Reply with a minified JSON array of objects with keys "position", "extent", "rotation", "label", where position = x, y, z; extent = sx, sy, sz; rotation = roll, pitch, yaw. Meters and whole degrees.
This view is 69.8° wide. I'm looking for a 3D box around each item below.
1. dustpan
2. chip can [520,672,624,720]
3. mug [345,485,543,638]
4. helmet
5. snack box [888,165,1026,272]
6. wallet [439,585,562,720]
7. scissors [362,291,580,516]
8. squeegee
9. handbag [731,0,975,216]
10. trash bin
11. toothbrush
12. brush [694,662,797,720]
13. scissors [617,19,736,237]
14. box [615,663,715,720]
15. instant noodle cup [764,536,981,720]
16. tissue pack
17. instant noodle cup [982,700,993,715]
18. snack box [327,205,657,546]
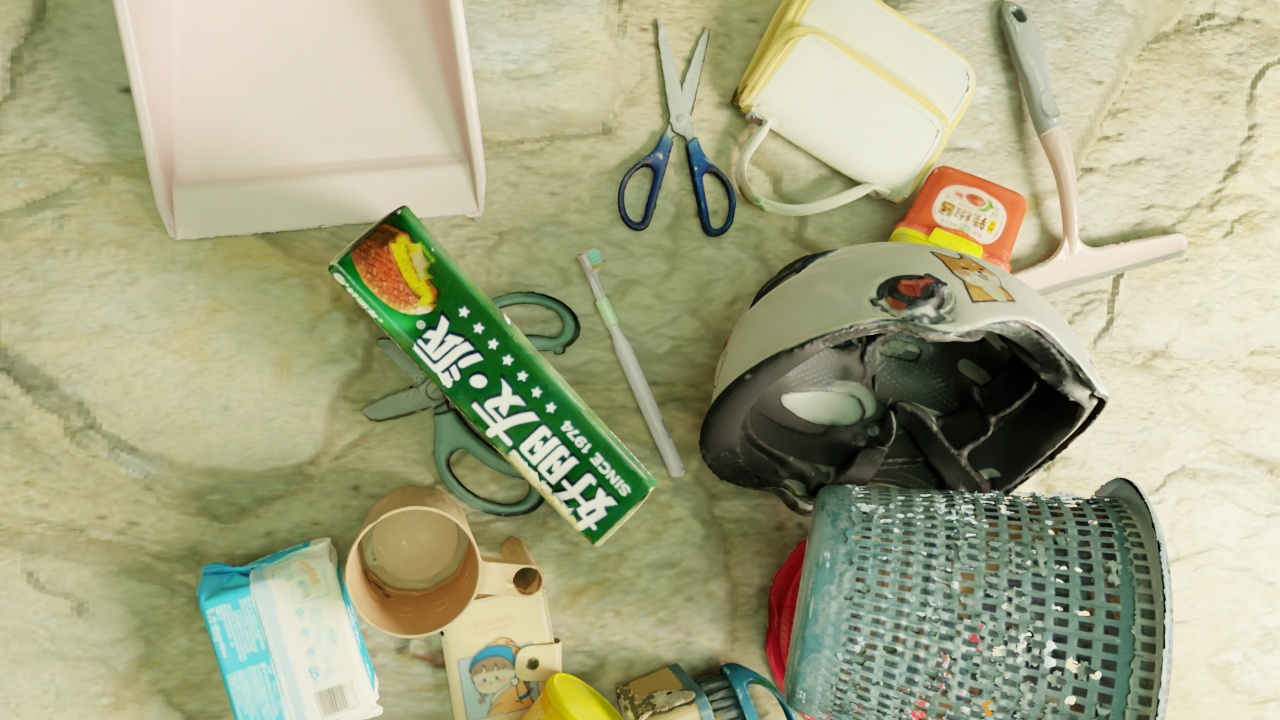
[{"position":[-0.221,-0.217,0.580],"extent":[0.222,0.139,0.273],"rotation":[-10,94,-13],"label":"dustpan"},{"position":[-0.098,0.328,0.651],"extent":[0.072,0.072,0.213],"rotation":[38,90,-12],"label":"chip can"},{"position":[-0.134,0.134,0.630],"extent":[0.124,0.103,0.084],"rotation":[7,90,-14],"label":"mug"},{"position":[0.176,0.001,0.661],"extent":[0.274,0.231,0.156],"rotation":[7,51,-7],"label":"helmet"},{"position":[0.248,-0.100,0.720],"extent":[0.091,0.082,0.080],"rotation":[25,80,11],"label":"snack box"},{"position":[-0.101,0.228,0.684],"extent":[0.087,0.024,0.115],"rotation":[-9,94,-9],"label":"wallet"},{"position":[-0.109,0.038,0.677],"extent":[0.170,0.019,0.180],"rotation":[-23,98,-13],"label":"scissors"},{"position":[0.340,-0.179,0.764],"extent":[0.247,0.040,0.249],"rotation":[-16,95,-11],"label":"squeegee"},{"position":[0.155,-0.185,0.712],"extent":[0.163,0.063,0.178],"rotation":[28,89,-11],"label":"handbag"},{"position":[0.200,0.170,0.598],"extent":[0.195,0.226,0.226],"rotation":[10,90,12],"label":"trash bin"},{"position":[-0.004,0.004,0.700],"extent":[0.021,0.029,0.189],"rotation":[-17,100,28],"label":"toothbrush"},{"position":[0.092,0.302,0.714],"extent":[0.073,0.055,0.144],"rotation":[-19,96,-12],"label":"brush"},{"position":[0.036,-0.170,0.707],"extent":[0.157,0.012,0.165],"rotation":[39,82,-10],"label":"scissors"},{"position":[0.037,0.328,0.687],"extent":[0.059,0.090,0.184],"rotation":[-19,99,-13],"label":"box"},{"position":[0.199,0.219,0.732],"extent":[0.193,0.066,0.194],"rotation":[-1,93,-12],"label":"instant noodle cup"},{"position":[-0.239,0.195,0.629],"extent":[0.090,0.063,0.140],"rotation":[-16,97,-14],"label":"tissue pack"},{"position":[0.324,0.350,0.743],"extent":[0.138,0.110,0.138],"rotation":[0,92,-14],"label":"instant noodle cup"},{"position":[-0.098,0.011,0.611],"extent":[0.063,0.114,0.240],"rotation":[-43,100,-8],"label":"snack box"}]
